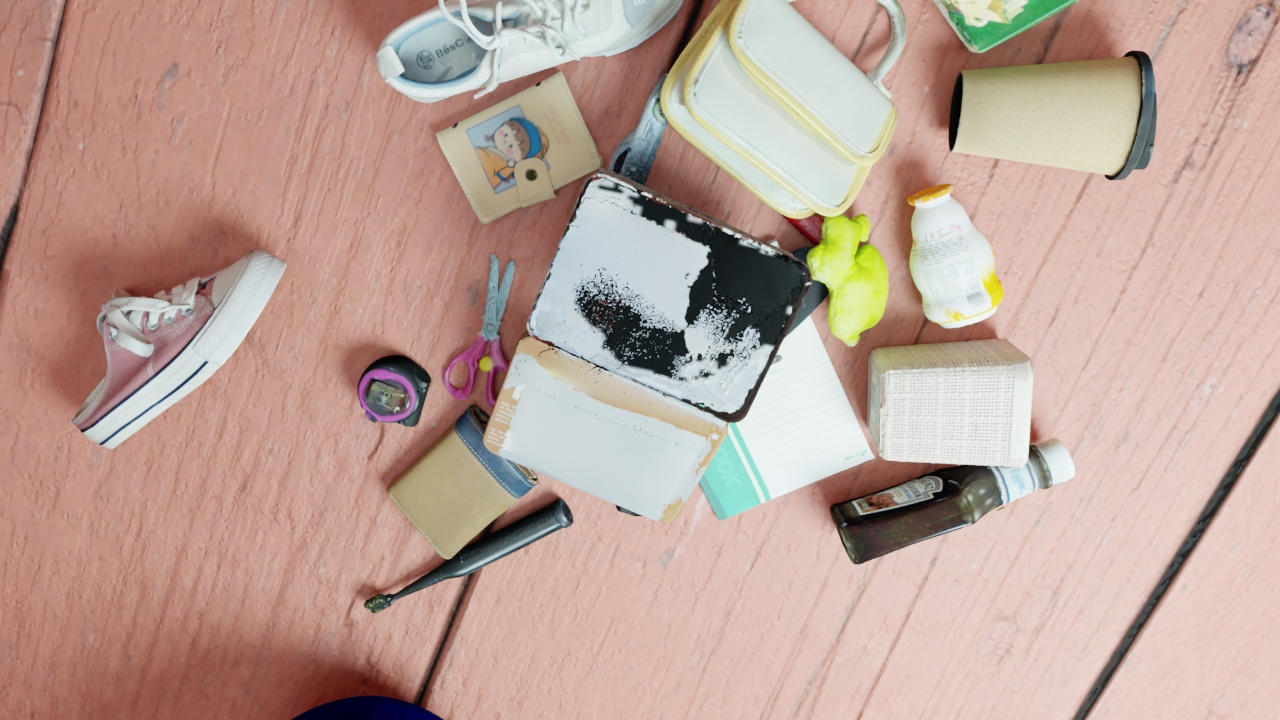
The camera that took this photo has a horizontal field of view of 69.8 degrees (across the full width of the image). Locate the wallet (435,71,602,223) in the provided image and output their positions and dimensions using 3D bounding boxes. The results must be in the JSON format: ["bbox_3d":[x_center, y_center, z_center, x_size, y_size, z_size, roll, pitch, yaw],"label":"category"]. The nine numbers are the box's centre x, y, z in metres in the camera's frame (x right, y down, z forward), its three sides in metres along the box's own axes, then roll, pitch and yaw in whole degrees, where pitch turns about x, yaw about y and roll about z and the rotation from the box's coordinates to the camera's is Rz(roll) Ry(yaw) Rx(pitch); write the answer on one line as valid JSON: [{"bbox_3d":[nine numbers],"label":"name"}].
[{"bbox_3d":[-0.096,-0.168,0.741,0.115,0.024,0.087,-24,97,7],"label":"wallet"}]

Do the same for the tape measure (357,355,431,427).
[{"bbox_3d":[-0.212,0.026,0.786,0.058,0.039,0.057,22,105,-3],"label":"tape measure"}]

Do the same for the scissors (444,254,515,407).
[{"bbox_3d":[-0.137,-0.027,0.784,0.073,0.017,0.137,6,101,11],"label":"scissors"}]

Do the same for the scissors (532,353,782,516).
[{"bbox_3d":[0.003,0.029,0.778,0.221,0.021,0.235,6,106,-2],"label":"scissors"}]

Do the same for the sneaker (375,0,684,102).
[{"bbox_3d":[-0.084,-0.256,0.682,0.242,0.090,0.089,-17,104,6],"label":"sneaker"}]

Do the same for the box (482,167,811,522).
[{"bbox_3d":[-0.005,0.005,0.705,0.179,0.110,0.260,24,104,-4],"label":"box"}]

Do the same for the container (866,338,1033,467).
[{"bbox_3d":[0.245,0.034,0.741,0.111,0.089,0.090,-1,104,6],"label":"container"}]

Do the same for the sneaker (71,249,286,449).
[{"bbox_3d":[-0.397,-0.021,0.754,0.241,0.118,0.088,-36,120,16],"label":"sneaker"}]

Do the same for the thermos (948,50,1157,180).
[{"bbox_3d":[0.309,-0.183,0.685,0.143,0.093,0.093,4,105,10],"label":"thermos"}]

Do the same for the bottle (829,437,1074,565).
[{"bbox_3d":[0.259,0.114,0.765,0.195,0.079,0.044,-21,97,6],"label":"bottle"}]

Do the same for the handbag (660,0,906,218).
[{"bbox_3d":[0.124,-0.213,0.679,0.163,0.063,0.178,33,89,-22],"label":"handbag"}]

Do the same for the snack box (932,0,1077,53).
[{"bbox_3d":[0.260,-0.285,0.655,0.106,0.117,0.118,-35,98,23],"label":"snack box"}]

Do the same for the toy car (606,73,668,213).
[{"bbox_3d":[0.000,-0.165,0.719,0.037,0.054,0.121,23,104,-5],"label":"toy car"}]

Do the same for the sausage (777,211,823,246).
[{"bbox_3d":[0.103,-0.139,0.738,0.156,0.020,0.020,40,103,-7],"label":"sausage"}]

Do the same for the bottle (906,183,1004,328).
[{"bbox_3d":[0.243,-0.083,0.723,0.063,0.063,0.108,-20,103,8],"label":"bottle"}]

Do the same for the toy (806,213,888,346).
[{"bbox_3d":[0.170,-0.067,0.733,0.100,0.031,0.096,33,78,-35],"label":"toy"}]

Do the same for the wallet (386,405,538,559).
[{"bbox_3d":[-0.157,0.108,0.807,0.115,0.033,0.090,-42,90,12],"label":"wallet"}]

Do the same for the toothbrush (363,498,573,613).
[{"bbox_3d":[-0.159,0.181,0.831,0.213,0.027,0.026,-27,57,9],"label":"toothbrush"}]

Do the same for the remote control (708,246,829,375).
[{"bbox_3d":[0.101,-0.037,0.742,0.136,0.024,0.053,-42,103,3],"label":"remote control"}]

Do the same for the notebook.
[{"bbox_3d":[0.090,0.022,0.785,0.150,0.012,0.209,-25,102,10],"label":"notebook"}]

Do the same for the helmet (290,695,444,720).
[{"bbox_3d":[-0.258,0.447,0.789,0.247,0.240,0.315,24,93,-4],"label":"helmet"}]
